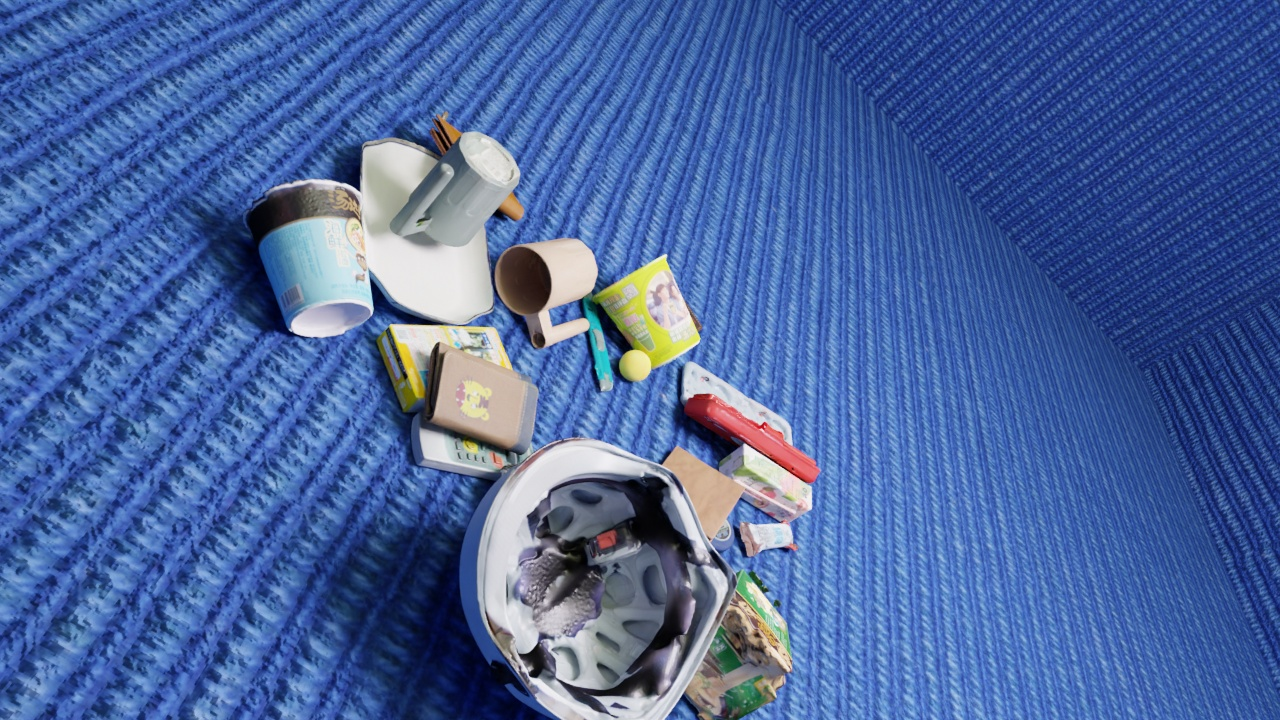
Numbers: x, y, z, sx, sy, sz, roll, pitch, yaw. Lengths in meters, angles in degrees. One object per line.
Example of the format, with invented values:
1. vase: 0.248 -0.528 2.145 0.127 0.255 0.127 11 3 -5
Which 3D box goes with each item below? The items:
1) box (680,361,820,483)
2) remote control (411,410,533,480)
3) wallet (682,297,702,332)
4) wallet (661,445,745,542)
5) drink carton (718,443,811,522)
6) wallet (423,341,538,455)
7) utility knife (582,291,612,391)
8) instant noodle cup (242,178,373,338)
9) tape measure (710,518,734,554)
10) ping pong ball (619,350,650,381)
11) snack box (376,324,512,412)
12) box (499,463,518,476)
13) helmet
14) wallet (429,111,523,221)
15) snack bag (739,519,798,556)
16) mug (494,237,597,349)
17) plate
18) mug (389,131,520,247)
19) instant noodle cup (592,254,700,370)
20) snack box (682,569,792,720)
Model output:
1. box: 0.142 0.088 1.241 0.201 0.069 0.157 33 12 -22
2. remote control: -0.165 0.089 0.916 0.135 0.019 0.056 19 44 -38
3. wallet: 0.030 -0.064 1.295 0.096 0.020 0.122 53 36 4
4. wallet: 0.062 0.157 1.087 0.101 0.020 0.115 30 34 10
5. drink carton: 0.162 0.163 1.193 0.122 0.054 0.045 33 37 -22
6. wallet: -0.158 0.038 0.914 0.115 0.033 0.090 24 54 -36
7. utility knife: -0.057 -0.035 1.168 0.029 0.013 0.184 26 39 -44
8. instant noodle cup: -0.303 -0.090 0.864 0.111 0.111 0.120 -1 66 -50
9. tape measure: 0.083 0.204 1.087 0.058 0.025 0.054 -9 65 -41
10. ping pong ball: -0.007 0.007 1.161 0.040 0.040 0.040 30 38 -27
11. snack box: -0.195 0.007 0.950 0.140 0.034 0.087 -2 59 -48
12. box: -0.075 0.157 0.925 0.162 0.086 0.075 20 1 -40
13. helmet: -0.058 0.193 0.805 0.258 0.146 0.228 46 58 -19
14. wallet: -0.208 -0.242 1.146 0.119 0.035 0.130 62 13 23
15. snack bag: 0.163 0.223 1.160 0.105 0.026 0.045 7 62 -45
16. mug: -0.107 -0.085 1.111 0.103 0.084 0.124 -25 102 -57
17. plate: -0.247 -0.142 1.032 0.162 0.034 0.265 18 45 -39
18. mug: -0.203 -0.183 0.997 0.083 0.104 0.123 52 33 2
19. instant noodle cup: 0.015 -0.057 1.194 0.123 0.112 0.111 60 33 -4
20. snack box: 0.090 0.289 0.951 0.118 0.118 0.105 52 22 -1
